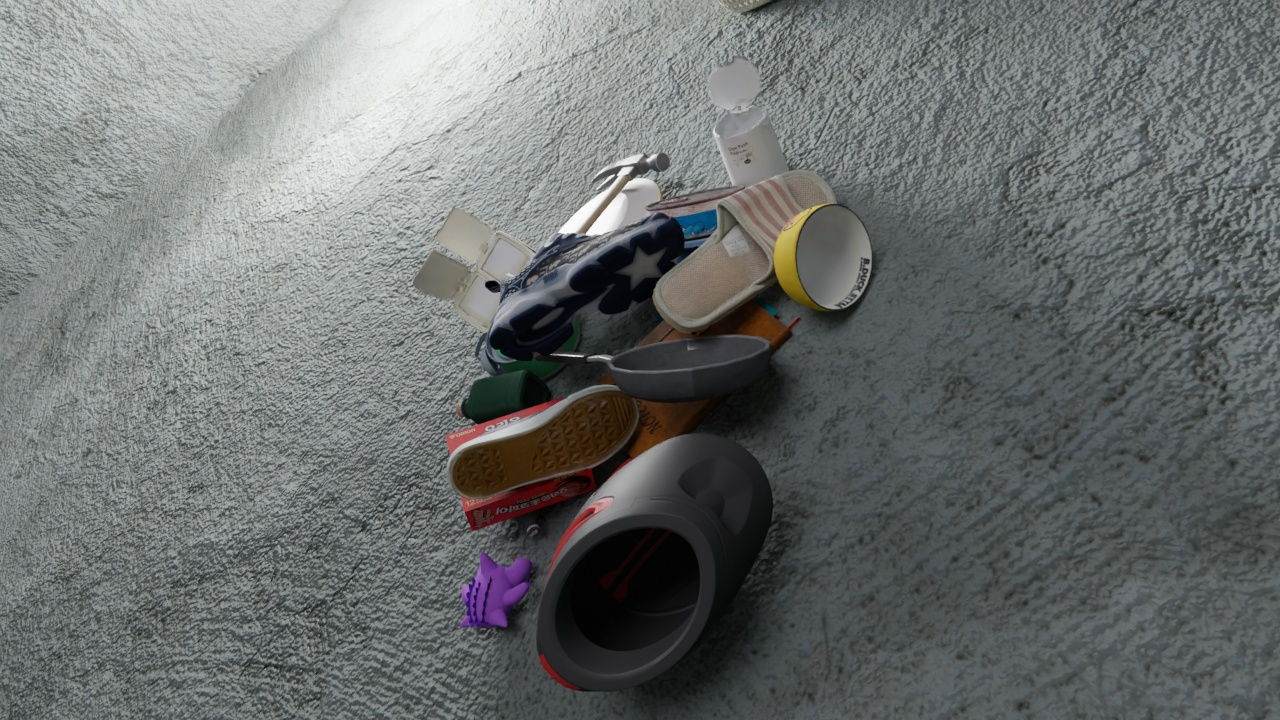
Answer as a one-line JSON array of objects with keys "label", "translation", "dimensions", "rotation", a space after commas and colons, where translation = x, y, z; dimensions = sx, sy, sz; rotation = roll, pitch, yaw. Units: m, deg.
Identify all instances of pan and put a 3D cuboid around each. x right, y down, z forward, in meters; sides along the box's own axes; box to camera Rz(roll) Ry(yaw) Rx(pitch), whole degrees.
[{"label": "pan", "translation": [-0.006, 0.006, 1.064], "dimensions": [0.178, 0.041, 0.358], "rotation": [-18, 15, -41]}]

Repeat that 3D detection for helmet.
[{"label": "helmet", "translation": [0.015, 0.184, 0.882], "dimensions": [0.265, 0.164, 0.169], "rotation": [-48, -1, 8]}]

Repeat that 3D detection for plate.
[{"label": "plate", "translation": [-0.067, -0.184, 1.327], "dimensions": [0.230, 0.021, 0.229], "rotation": [-29, 35, 23]}]

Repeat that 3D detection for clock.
[{"label": "clock", "translation": [-0.166, -0.033, 1.268], "dimensions": [0.162, 0.075, 0.121], "rotation": [-10, 51, 31]}]

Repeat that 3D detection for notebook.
[{"label": "notebook", "translation": [0.053, -0.001, 1.116], "dimensions": [0.249, 0.014, 0.178], "rotation": [-44, 42, 0]}]

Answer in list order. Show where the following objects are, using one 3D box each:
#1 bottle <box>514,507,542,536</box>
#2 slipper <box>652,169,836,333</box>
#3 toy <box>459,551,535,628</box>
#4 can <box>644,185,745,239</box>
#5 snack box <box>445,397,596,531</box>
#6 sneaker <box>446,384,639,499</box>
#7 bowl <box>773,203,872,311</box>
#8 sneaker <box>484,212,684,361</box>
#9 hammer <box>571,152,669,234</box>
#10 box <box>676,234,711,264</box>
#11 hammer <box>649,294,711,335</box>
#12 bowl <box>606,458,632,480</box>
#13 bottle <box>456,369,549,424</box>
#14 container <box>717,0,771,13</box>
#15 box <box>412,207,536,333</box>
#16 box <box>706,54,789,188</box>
[{"label": "bottle", "translation": [-0.142, 0.169, 1.116], "dimensions": [0.036, 0.036, 0.109], "rotation": [-37, 42, 8]}, {"label": "slipper", "translation": [0.124, -0.136, 1.073], "dimensions": [0.262, 0.052, 0.115], "rotation": [-40, 77, -13]}, {"label": "toy", "translation": [-0.171, 0.265, 1.047], "dimensions": [0.106, 0.056, 0.087], "rotation": [-12, 55, 33]}, {"label": "can", "translation": [0.073, -0.189, 1.176], "dimensions": [0.130, 0.044, 0.130], "rotation": [-12, 15, 3]}, {"label": "snack box", "translation": [-0.147, 0.122, 1.112], "dimensions": [0.152, 0.036, 0.132], "rotation": [-18, 42, -9]}, {"label": "sneaker", "translation": [-0.114, 0.096, 1.064], "dimensions": [0.235, 0.087, 0.079], "rotation": [-21, 8, -18]}, {"label": "bowl", "translation": [0.195, -0.113, 1.026], "dimensions": [0.068, 0.117, 0.117], "rotation": [4, 59, 57]}, {"label": "sneaker", "translation": [-0.077, -0.116, 1.117], "dimensions": [0.270, 0.103, 0.132], "rotation": [-30, 51, 16]}, {"label": "hammer", "translation": [-0.087, -0.172, 1.275], "dimensions": [0.120, 0.031, 0.330], "rotation": [7, 55, 49]}, {"label": "box", "translation": [0.056, -0.146, 1.156], "dimensions": [0.210, 0.049, 0.066], "rotation": [-7, 33, 11]}, {"label": "hammer", "translation": [0.004, -0.103, 1.208], "dimensions": [0.123, 0.036, 0.320], "rotation": [-45, 35, -1]}, {"label": "bowl", "translation": [-0.036, 0.165, 1.007], "dimensions": [0.122, 0.035, 0.122], "rotation": [-50, 2, 2]}, {"label": "bottle", "translation": [-0.192, 0.057, 1.227], "dimensions": [0.131, 0.061, 0.061], "rotation": [-11, 53, 31]}, {"label": "container", "translation": [0.174, -0.683, 1.475], "dimensions": [0.185, 0.143, 0.245], "rotation": [-13, 51, 30]}, {"label": "box", "translation": [-0.244, -0.131, 1.345], "dimensions": [0.185, 0.095, 0.145], "rotation": [30, 95, 7]}, {"label": "box", "translation": [0.134, -0.301, 1.191], "dimensions": [0.085, 0.162, 0.111], "rotation": [-9, 40, 26]}]
